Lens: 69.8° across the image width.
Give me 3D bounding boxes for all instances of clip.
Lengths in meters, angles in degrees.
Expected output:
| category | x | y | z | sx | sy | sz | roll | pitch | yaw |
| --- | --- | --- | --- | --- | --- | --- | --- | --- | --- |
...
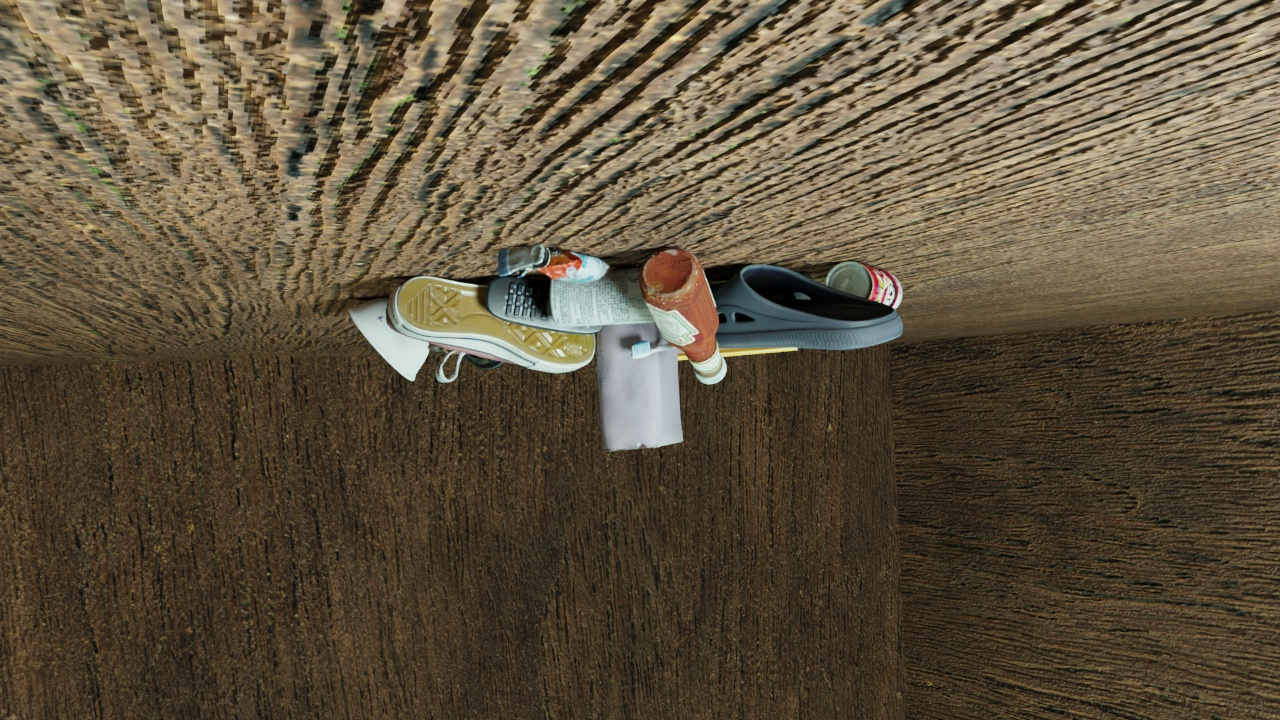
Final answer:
| category | x | y | z | sx | sy | sz | roll | pitch | yaw |
| --- | --- | --- | --- | --- | --- | --- | --- | --- | --- |
| clip | -0.096 | -0.085 | 0.770 | 0.044 | 0.027 | 0.058 | 10 | 170 | -43 |

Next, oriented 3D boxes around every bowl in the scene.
| category | x | y | z | sx | sy | sz | roll | pitch | yaw |
| --- | --- | --- | --- | --- | --- | --- | --- | --- | --- |
| bowl | -0.296 | -0.039 | 1.133 | 0.064 | 0.118 | 0.118 | -40 | -179 | -3 |

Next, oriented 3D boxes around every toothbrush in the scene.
| category | x | y | z | sx | sy | sz | roll | pitch | yaw |
| --- | --- | --- | --- | --- | --- | --- | --- | --- | --- |
| toothbrush | 0.085 | -0.028 | 1.055 | 0.220 | 0.026 | 0.027 | -12 | -161 | -28 |

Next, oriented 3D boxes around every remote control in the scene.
| category | x | y | z | sx | sy | sz | roll | pitch | yaw |
| --- | --- | --- | --- | --- | --- | --- | --- | --- | --- |
| remote control | -0.102 | -0.059 | 0.985 | 0.136 | 0.053 | 0.024 | 10 | 174 | -24 |

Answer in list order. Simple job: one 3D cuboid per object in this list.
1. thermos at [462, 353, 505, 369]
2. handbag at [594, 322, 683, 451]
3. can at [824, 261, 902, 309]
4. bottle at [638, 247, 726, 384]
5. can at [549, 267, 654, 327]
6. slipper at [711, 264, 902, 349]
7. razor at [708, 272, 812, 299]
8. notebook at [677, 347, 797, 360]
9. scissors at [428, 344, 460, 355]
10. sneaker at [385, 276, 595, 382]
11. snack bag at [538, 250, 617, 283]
| category | x | y | z | sx | sy | sz | roll | pitch | yaw |
| --- | --- | --- | --- | --- | --- | --- | --- | --- | --- |
| thermos | -0.188 | -0.039 | 1.261 | 0.093 | 0.093 | 0.143 | -3 | -175 | 23 |
| handbag | -0.006 | 0.006 | 1.094 | 0.098 | 0.197 | 0.145 | -3 | 178 | 9 |
| can | 0.249 | -0.078 | 1.015 | 0.053 | 0.053 | 0.132 | -3 | 178 | 30 |
| bottle | 0.050 | -0.033 | 0.887 | 0.060 | 0.059 | 0.206 | -3 | 154 | 15 |
| can | -0.017 | -0.066 | 0.942 | 0.147 | 0.058 | 0.058 | -3 | 179 | 6 |
| slipper | 0.147 | -0.062 | 0.953 | 0.110 | 0.083 | 0.269 | -19 | -163 | -39 |
| razor | 0.121 | -0.077 | 1.084 | 0.168 | 0.062 | 0.067 | -9 | -154 | 24 |
| notebook | 0.095 | -0.044 | 1.240 | 0.206 | 0.010 | 0.145 | -4 | -148 | -3 |
| scissors | -0.156 | -0.051 | 1.119 | 0.190 | 0.015 | 0.224 | -33 | 155 | 35 |
| sneaker | -0.167 | -0.035 | 1.011 | 0.240 | 0.118 | 0.088 | 10 | 163 | -31 |
| snack bag | -0.057 | -0.083 | 0.831 | 0.045 | 0.026 | 0.105 | -12 | 176 | 18 |
